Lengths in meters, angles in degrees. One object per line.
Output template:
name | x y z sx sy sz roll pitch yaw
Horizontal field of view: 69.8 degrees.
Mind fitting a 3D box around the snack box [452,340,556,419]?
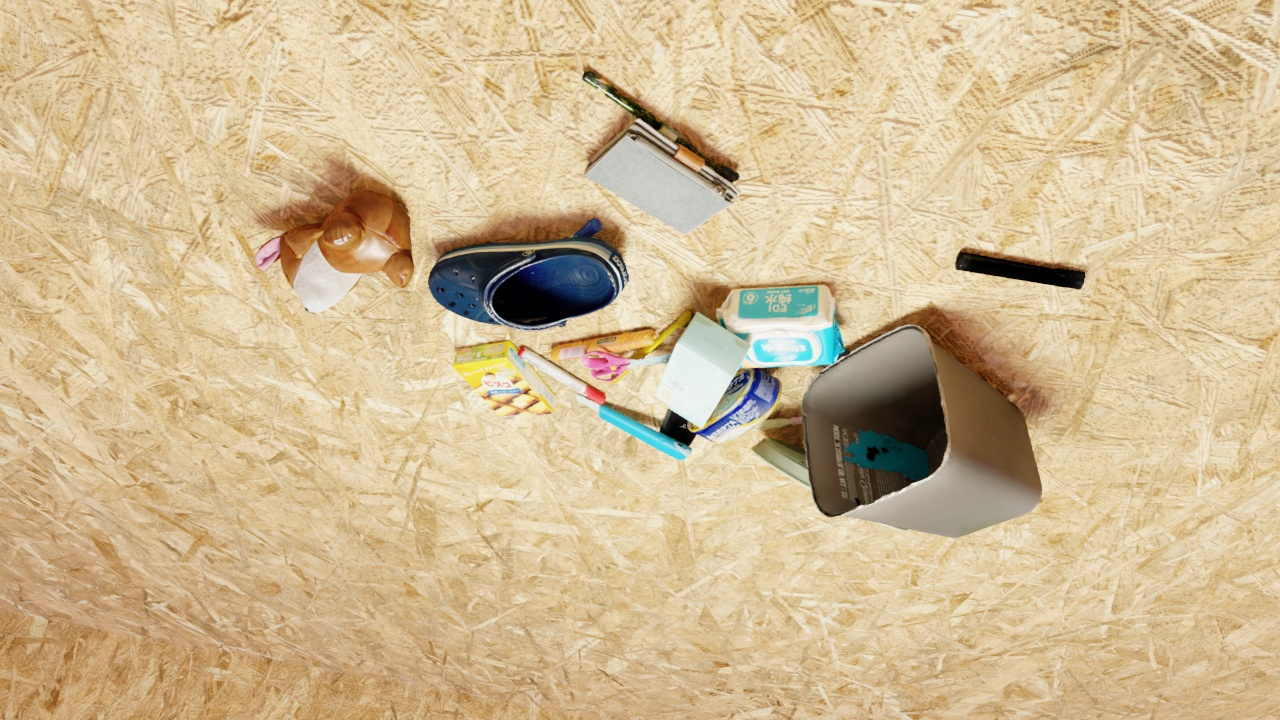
snack box | -0.187 0.030 1.276 0.087 0.033 0.140 -7 140 23

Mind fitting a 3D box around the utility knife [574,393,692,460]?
utility knife | -0.014 0.093 1.310 0.185 0.018 0.034 28 148 -3

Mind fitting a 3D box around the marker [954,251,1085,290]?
marker | 0.396 -0.093 0.958 0.132 0.020 0.022 10 156 1

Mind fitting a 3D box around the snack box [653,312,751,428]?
snack box | 0.071 0.016 1.099 0.074 0.051 0.175 31 155 6

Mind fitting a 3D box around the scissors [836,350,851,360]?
scissors | 0.311 0.026 1.156 0.176 0.012 0.163 21 142 -16

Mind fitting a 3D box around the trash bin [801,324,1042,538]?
trash bin | 0.339 0.103 1.097 0.219 0.198 0.199 23 141 -32

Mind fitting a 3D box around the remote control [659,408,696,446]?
remote control | 0.056 0.100 1.316 0.053 0.024 0.137 14 145 -3

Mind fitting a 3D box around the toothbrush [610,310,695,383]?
toothbrush | 0.015 -0.014 1.175 0.016 0.015 0.191 20 144 -25

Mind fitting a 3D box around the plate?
plate | 0.258 0.161 1.235 0.230 0.027 0.230 25 -176 -2

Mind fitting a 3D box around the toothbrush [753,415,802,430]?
toothbrush | 0.178 0.092 1.278 0.190 0.029 0.020 -8 99 26

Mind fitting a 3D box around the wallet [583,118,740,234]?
wallet | 0.023 -0.183 0.917 0.129 0.036 0.107 28 152 -22

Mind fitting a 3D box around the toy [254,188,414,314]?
toy | -0.346 -0.114 1.050 0.200 0.130 0.140 -7 148 39

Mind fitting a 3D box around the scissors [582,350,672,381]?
scissors | -0.005 0.008 1.185 0.137 0.017 0.077 -2 146 5

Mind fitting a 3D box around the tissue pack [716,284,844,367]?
tissue pack | 0.163 -0.035 1.063 0.140 0.063 0.090 -1 143 16

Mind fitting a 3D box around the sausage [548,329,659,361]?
sausage | -0.049 -0.019 1.179 0.165 0.021 0.021 -9 141 26

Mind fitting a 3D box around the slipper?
slipper | -0.134 -0.076 1.037 0.253 0.095 0.105 -3 125 27

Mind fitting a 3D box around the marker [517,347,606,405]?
marker | -0.107 0.022 1.256 0.145 0.017 0.017 33 139 -28

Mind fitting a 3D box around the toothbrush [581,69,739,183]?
toothbrush | 0.022 -0.222 0.879 0.185 0.012 0.017 29 180 -24

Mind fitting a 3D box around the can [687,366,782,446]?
can | 0.121 0.059 1.199 0.049 0.074 0.149 27 142 -18

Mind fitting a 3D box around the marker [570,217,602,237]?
marker | -0.093 -0.121 1.051 0.017 0.016 0.146 31 140 -26
